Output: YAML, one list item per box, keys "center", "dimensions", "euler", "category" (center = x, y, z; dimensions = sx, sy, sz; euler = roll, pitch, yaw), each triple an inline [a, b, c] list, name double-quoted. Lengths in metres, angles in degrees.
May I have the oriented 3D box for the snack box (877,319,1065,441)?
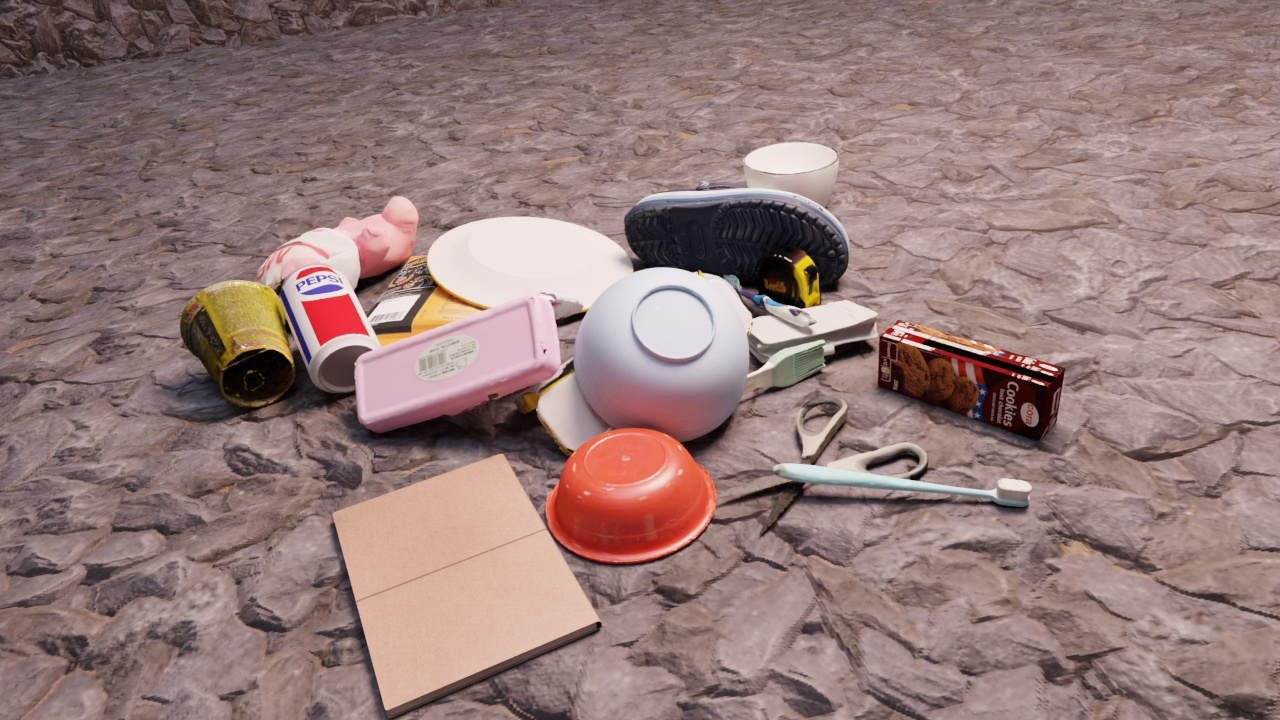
- center: [0.265, 0.014, 0.747]
  dimensions: [0.141, 0.051, 0.031]
  euler: [22, 42, 39]
  category: "snack box"

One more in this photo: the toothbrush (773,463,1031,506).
- center: [0.187, 0.088, 0.665]
  dimensions: [0.181, 0.017, 0.016]
  euler: [4, 43, 11]
  category: "toothbrush"

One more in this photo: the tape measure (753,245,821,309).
- center: [0.146, -0.083, 0.919]
  dimensions: [0.067, 0.063, 0.038]
  euler: [20, 41, 39]
  category: "tape measure"

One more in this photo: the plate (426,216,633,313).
- center: [-0.120, -0.117, 1.022]
  dimensions: [0.230, 0.021, 0.229]
  euler: [5, 33, -4]
  category: "plate"

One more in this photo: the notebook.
- center: [-0.132, 0.146, 0.656]
  dimensions: [0.141, 0.008, 0.209]
  euler: [-19, 33, -18]
  category: "notebook"

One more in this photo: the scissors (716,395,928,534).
- center: [0.140, 0.077, 0.707]
  dimensions: [0.157, 0.013, 0.168]
  euler: [0, 36, 10]
  category: "scissors"

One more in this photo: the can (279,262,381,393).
- center: [-0.303, -0.033, 0.896]
  dimensions: [0.070, 0.070, 0.132]
  euler: [-21, 49, -21]
  category: "can"

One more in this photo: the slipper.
- center: [0.105, -0.147, 0.990]
  dimensions: [0.253, 0.105, 0.095]
  euler: [9, 36, 25]
  category: "slipper"

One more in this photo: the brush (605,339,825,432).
- center: [0.067, 0.030, 0.784]
  dimensions: [0.217, 0.033, 0.012]
  euler: [-21, 34, -18]
  category: "brush"

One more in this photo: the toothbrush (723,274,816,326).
- center: [0.122, -0.060, 0.895]
  dimensions: [0.016, 0.017, 0.189]
  euler: [-20, 22, -14]
  category: "toothbrush"

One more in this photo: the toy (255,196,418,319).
- center: [-0.350, -0.111, 1.044]
  dimensions: [0.142, 0.084, 0.212]
  euler: [-13, 20, 33]
  category: "toy"

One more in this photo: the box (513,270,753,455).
- center: [-0.004, 0.005, 0.814]
  dimensions: [0.210, 0.080, 0.084]
  euler: [-35, -3, -18]
  category: "box"

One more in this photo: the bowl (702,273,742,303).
- center: [0.051, -0.058, 0.920]
  dimensions: [0.106, 0.039, 0.106]
  euler: [-5, 31, 3]
  category: "bowl"

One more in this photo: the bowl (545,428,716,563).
- center: [-0.010, 0.090, 0.686]
  dimensions: [0.130, 0.045, 0.130]
  euler: [-5, 32, 3]
  category: "bowl"

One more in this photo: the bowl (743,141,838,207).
- center: [0.185, -0.219, 1.129]
  dimensions: [0.116, 0.066, 0.116]
  euler: [-5, 31, 3]
  category: "bowl"

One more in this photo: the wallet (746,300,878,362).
- center: [0.157, -0.027, 0.860]
  dimensions: [0.116, 0.032, 0.086]
  euler: [-12, 21, -4]
  category: "wallet"

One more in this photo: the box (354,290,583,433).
- center: [-0.149, 0.002, 0.826]
  dimensions: [0.202, 0.103, 0.100]
  euler: [-18, 71, 20]
  category: "box"

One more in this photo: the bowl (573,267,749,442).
- center: [0.022, -0.016, 0.741]
  dimensions: [0.150, 0.075, 0.150]
  euler: [3, 65, -6]
  category: "bowl"

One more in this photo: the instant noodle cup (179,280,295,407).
- center: [-0.384, -0.012, 0.893]
  dimensions: [0.102, 0.102, 0.108]
  euler: [-22, 43, -23]
  category: "instant noodle cup"

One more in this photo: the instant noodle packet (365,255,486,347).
- center: [-0.215, -0.071, 1.003]
  dimensions: [0.160, 0.032, 0.220]
  euler: [-3, 32, 12]
  category: "instant noodle packet"
